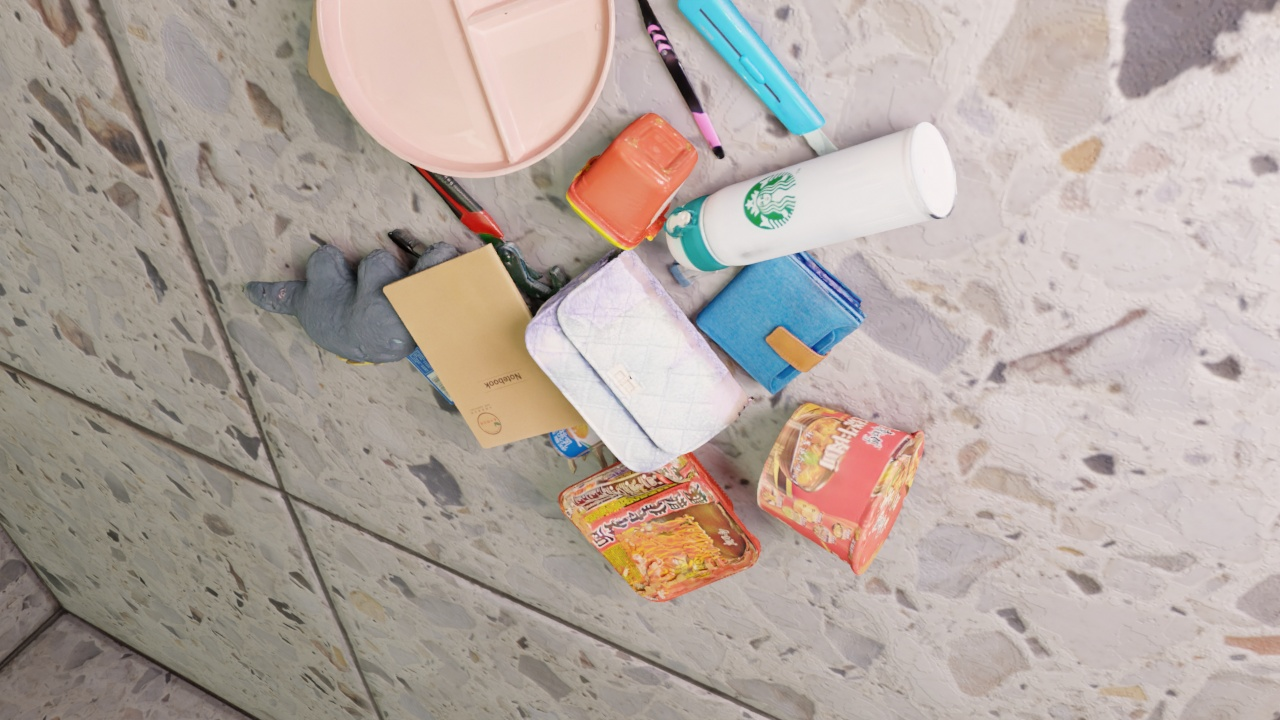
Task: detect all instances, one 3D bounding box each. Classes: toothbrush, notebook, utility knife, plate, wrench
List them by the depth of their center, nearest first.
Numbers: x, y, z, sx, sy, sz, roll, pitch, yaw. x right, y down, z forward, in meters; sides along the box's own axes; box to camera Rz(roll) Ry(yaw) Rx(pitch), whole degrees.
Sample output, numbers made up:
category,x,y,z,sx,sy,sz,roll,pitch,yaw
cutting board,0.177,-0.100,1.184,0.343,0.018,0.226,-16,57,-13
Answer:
category,x,y,z,sx,sy,sz,roll,pitch,yaw
utility knife,0.099,-0.202,0.678,0.199,0.018,0.034,45,137,-12
plate,-0.132,-0.257,0.699,0.229,0.028,0.230,2,107,5
toothbrush,0.020,-0.234,0.702,0.014,0.017,0.189,-14,120,34
wrench,-0.175,-0.157,0.904,0.273,0.016,0.056,46,138,-11
notebook,-0.156,-0.007,0.933,0.148,0.008,0.208,-16,113,30
toothbrush,-0.190,-0.087,0.985,0.189,0.016,0.014,33,150,-1

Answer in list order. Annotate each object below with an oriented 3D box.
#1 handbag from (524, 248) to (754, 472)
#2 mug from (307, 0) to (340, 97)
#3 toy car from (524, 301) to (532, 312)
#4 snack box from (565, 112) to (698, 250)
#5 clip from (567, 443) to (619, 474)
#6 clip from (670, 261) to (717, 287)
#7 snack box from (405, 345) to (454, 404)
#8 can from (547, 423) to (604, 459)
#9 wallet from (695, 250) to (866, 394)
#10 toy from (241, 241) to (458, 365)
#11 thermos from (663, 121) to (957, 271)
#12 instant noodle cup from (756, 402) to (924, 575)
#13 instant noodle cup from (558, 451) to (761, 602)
category,x,y,z,sx,sy,sz,roll,pitch,yaw
handbag,-0.005,0.005,0.850,0.134,0.075,0.194,-37,105,15
mug,-0.216,-0.281,0.781,0.124,0.084,0.104,14,138,-12
toy car,-0.146,-0.066,0.945,0.090,0.035,0.042,54,161,-16
snack box,-0.002,-0.147,0.745,0.082,0.091,0.080,41,131,-5
clip,-0.067,0.092,1.048,0.093,0.034,0.103,-12,116,39
clip,0.051,-0.082,0.819,0.057,0.031,0.025,-16,116,47
snack box,-0.201,-0.008,1.051,0.084,0.026,0.158,49,137,-14
can,-0.035,0.053,0.959,0.135,0.053,0.053,-33,106,34
wallet,0.120,-0.037,0.803,0.106,0.040,0.133,43,139,-1
toy,-0.315,-0.061,1.030,0.357,0.091,0.138,-1,125,34
thermos,0.116,-0.115,0.694,0.225,0.073,0.073,-10,122,42
instant noodle cup,0.177,0.110,0.832,0.109,0.137,0.138,24,138,25
instant noodle cup,0.026,0.167,0.999,0.165,0.078,0.189,-28,112,27
